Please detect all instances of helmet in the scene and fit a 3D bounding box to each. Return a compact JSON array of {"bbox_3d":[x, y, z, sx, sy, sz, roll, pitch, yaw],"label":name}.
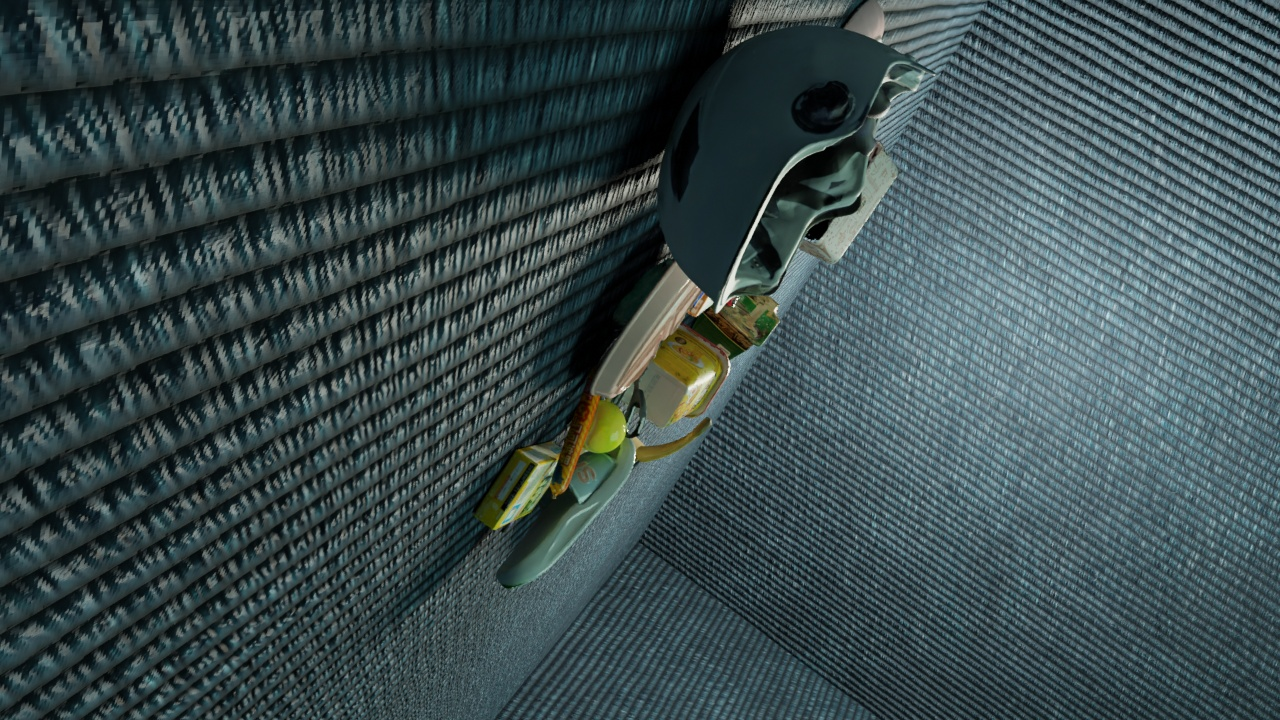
[{"bbox_3d":[0.099,-0.172,0.754,0.258,0.146,0.229,-43,165,-20],"label":"helmet"}]

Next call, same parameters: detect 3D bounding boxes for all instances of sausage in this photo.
[{"bbox_3d":[-0.070,0.078,1.037,0.021,0.021,0.165,79,29,-77],"label":"sausage"}]

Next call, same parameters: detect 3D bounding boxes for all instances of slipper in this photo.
[{"bbox_3d":[-0.100,0.176,1.137,0.244,0.074,0.104,-49,-167,-32],"label":"slipper"}]

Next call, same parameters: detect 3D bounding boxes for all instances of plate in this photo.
[{"bbox_3d":[0.262,-0.371,1.190,0.192,0.039,0.192,-53,170,-13],"label":"plate"},{"bbox_3d":[0.024,-0.049,0.986,0.229,0.028,0.229,-52,174,-8],"label":"plate"}]

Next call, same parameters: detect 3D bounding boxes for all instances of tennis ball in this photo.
[{"bbox_3d":[-0.050,0.081,1.126,0.065,0.065,0.065,-53,170,-13],"label":"tennis ball"}]

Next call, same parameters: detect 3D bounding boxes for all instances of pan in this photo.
[{"bbox_3d":[-0.016,0.158,1.340,0.197,0.078,0.359,-39,172,-47],"label":"pan"}]

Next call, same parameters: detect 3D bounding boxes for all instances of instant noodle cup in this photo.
[{"bbox_3d":[0.040,0.024,1.226,0.116,0.116,0.123,-60,168,27],"label":"instant noodle cup"}]

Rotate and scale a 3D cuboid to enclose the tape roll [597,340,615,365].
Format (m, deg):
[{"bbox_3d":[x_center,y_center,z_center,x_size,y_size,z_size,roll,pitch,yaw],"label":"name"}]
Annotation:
[{"bbox_3d":[-0.031,0.001,1.100,0.085,0.014,0.086,-53,170,-14],"label":"tape roll"}]

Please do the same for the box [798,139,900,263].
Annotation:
[{"bbox_3d":[0.253,-0.256,1.391,0.179,0.136,0.269,-56,-159,0],"label":"box"}]

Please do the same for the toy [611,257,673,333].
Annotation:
[{"bbox_3d":[-0.002,-0.063,0.985,0.091,0.030,0.097,-46,174,-21],"label":"toy"}]

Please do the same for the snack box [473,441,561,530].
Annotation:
[{"bbox_3d":[-0.130,0.138,1.031,0.087,0.034,0.140,-56,169,5],"label":"snack box"}]

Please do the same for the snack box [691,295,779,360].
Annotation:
[{"bbox_3d":[0.148,-0.061,1.512,0.117,0.118,0.106,-47,177,-42],"label":"snack box"}]

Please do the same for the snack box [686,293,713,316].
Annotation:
[{"bbox_3d":[0.118,-0.137,1.324,0.154,0.026,0.075,-59,170,28],"label":"snack box"}]

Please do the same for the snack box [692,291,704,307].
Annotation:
[{"bbox_3d":[0.085,-0.128,1.189,0.084,0.026,0.157,-54,170,-9],"label":"snack box"}]

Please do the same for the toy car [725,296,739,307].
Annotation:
[{"bbox_3d":[0.132,-0.114,1.405,0.049,0.031,0.106,-61,-166,10],"label":"toy car"}]

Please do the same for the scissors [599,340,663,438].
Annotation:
[{"bbox_3d":[0.000,0.017,1.152,0.164,0.164,0.014,-29,150,35],"label":"scissors"}]

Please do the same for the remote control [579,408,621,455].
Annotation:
[{"bbox_3d":[-0.070,0.116,1.275,0.125,0.024,0.049,-56,171,3],"label":"remote control"}]

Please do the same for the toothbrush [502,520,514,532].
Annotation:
[{"bbox_3d":[-0.119,0.146,1.185,0.189,0.017,0.014,-51,158,-7],"label":"toothbrush"}]

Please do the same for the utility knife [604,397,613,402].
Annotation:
[{"bbox_3d":[-0.046,0.056,1.212,0.223,0.015,0.033,-57,173,9],"label":"utility knife"}]
